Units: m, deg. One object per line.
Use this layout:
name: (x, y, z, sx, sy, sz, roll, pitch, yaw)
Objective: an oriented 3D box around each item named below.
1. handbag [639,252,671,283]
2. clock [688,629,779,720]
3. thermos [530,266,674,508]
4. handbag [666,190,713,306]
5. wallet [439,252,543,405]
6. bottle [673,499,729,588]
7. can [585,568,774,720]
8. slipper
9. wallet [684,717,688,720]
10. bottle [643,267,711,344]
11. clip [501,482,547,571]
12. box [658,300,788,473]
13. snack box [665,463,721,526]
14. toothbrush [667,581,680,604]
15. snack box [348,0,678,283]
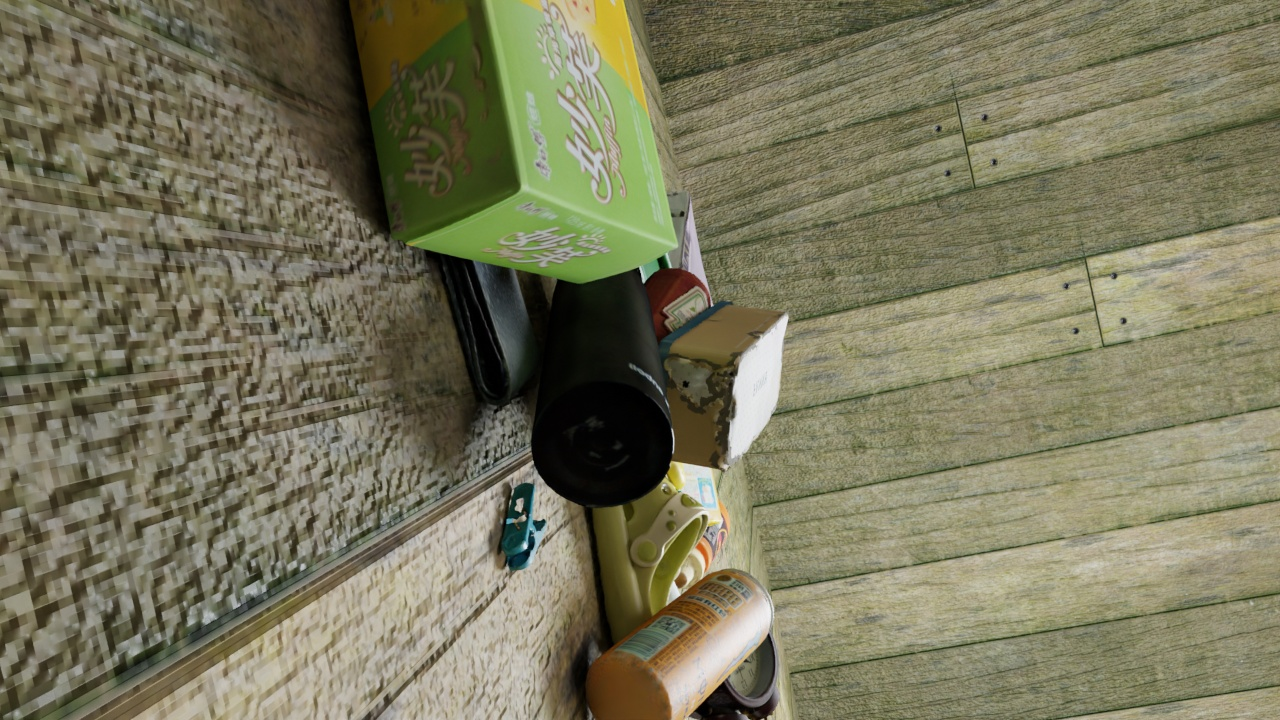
handbag: (-0.016, -0.061, 0.764, 0.120, 0.068, 0.131, -80, 159, -47)
clock: (0.063, 0.231, 0.674, 0.081, 0.055, 0.122, -10, 77, -52)
thermos: (-0.032, -0.014, 0.534, 0.090, 0.068, 0.242, 38, 16, -19)
handbag: (0.032, -0.062, 1.007, 0.197, 0.098, 0.144, 71, 9, -46)
wallet: (-0.081, -0.043, 0.487, 0.097, 0.019, 0.121, -74, 149, -79)
bottle: (0.050, 0.184, 0.911, 0.149, 0.067, 0.067, -51, 129, -71)
can: (0.029, 0.179, 0.569, 0.145, 0.058, 0.058, -17, 95, -57)
slipper: (0.010, 0.119, 0.653, 0.092, 0.082, 0.190, 65, 18, -67)
wallet: (0.018, 0.269, 0.682, 0.115, 0.024, 0.087, -37, 110, -83)
bottle: (-0.004, 0.004, 0.648, 0.205, 0.060, 0.060, -58, 139, -50)
clip: (-0.059, 0.084, 0.460, 0.055, 0.014, 0.039, -84, 160, -70)
box: (0.062, 0.012, 0.661, 0.184, 0.060, 0.090, -34, 131, -68)
snack box: (0.029, 0.089, 0.871, 0.086, 0.034, 0.140, 11, 65, -50)
toothbrush: (0.040, 0.233, 0.714, 0.026, 0.027, 0.221, -38, 104, -85)
snack box: (-0.061, -0.152, 0.447, 0.157, 0.070, 0.210, 5, 71, -64)
